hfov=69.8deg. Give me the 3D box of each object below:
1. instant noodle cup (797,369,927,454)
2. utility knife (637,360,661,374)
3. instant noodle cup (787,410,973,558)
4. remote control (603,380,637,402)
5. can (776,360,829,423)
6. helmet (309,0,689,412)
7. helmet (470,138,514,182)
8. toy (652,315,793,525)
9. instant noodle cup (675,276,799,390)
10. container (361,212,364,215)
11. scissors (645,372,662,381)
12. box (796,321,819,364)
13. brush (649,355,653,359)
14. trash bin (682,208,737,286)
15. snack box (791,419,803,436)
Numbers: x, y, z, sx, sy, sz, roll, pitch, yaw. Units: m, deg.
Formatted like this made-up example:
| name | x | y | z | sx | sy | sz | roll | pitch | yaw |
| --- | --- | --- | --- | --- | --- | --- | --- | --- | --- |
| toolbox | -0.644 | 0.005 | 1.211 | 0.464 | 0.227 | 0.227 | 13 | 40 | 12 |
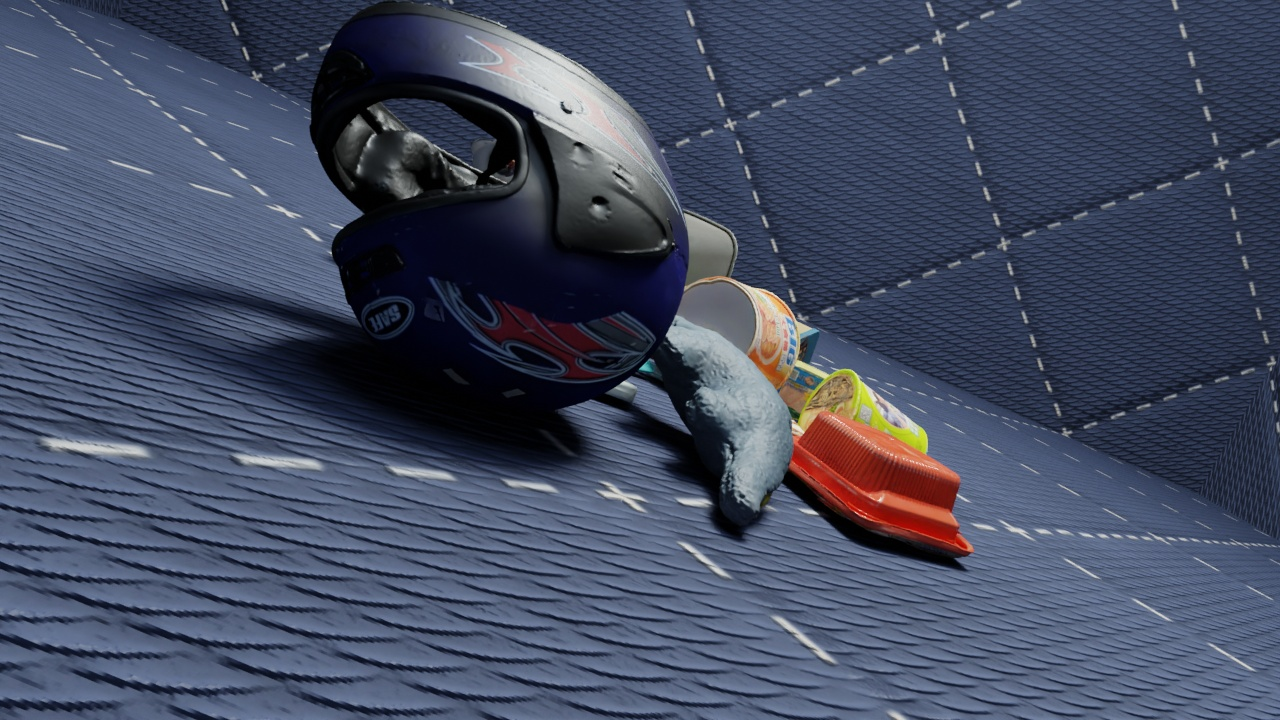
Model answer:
| name | x | y | z | sx | sy | sz | roll | pitch | yaw |
| --- | --- | --- | --- | --- | --- | --- | --- | --- | --- |
| instant noodle cup | 0.264 | 0.087 | 1.071 | 0.123 | 0.112 | 0.111 | 29 | 9 | -17 |
| utility knife | -0.035 | -0.005 | 1.069 | 0.181 | 0.013 | 0.029 | 14 | 36 | -28 |
| instant noodle cup | 0.230 | 0.114 | 0.910 | 0.164 | 0.079 | 0.189 | 19 | 9 | -31 |
| remote control | -0.076 | 0.009 | 0.908 | 0.150 | 0.021 | 0.058 | 21 | 2 | -19 |
| can | 0.216 | 0.056 | 1.153 | 0.102 | 0.083 | 0.057 | 27 | 11 | 19 |
| helmet | -0.113 | -0.090 | 0.701 | 0.315 | 0.239 | 0.248 | 26 | -30 | -32 |
| helmet | -0.107 | -0.170 | 1.154 | 0.274 | 0.156 | 0.230 | 11 | -14 | 20 |
| toy | 0.069 | 0.040 | 0.847 | 0.137 | 0.091 | 0.356 | 24 | 21 | -31 |
| instant noodle cup | 0.103 | -0.029 | 1.103 | 0.151 | 0.151 | 0.111 | 30 | 3 | 28 |
| container | -0.249 | -0.121 | 1.012 | 0.111 | 0.090 | 0.090 | 22 | 10 | 12 |
| scissors | -0.005 | 0.008 | 1.105 | 0.137 | 0.017 | 0.073 | 29 | 13 | 5 |
| box | 0.175 | -0.001 | 1.257 | 0.061 | 0.090 | 0.183 | 27 | 29 | 25 |
| brush | -0.018 | -0.041 | 1.097 | 0.083 | 0.046 | 0.254 | -4 | -10 | 22 |
| trash bin | -0.002 | -0.140 | 1.410 | 0.199 | 0.199 | 0.219 | 28 | 19 | 32 |
| snack box | 0.114 | 0.064 | 1.050 | 0.153 | 0.026 | 0.075 | 22 | 10 | -11 |
